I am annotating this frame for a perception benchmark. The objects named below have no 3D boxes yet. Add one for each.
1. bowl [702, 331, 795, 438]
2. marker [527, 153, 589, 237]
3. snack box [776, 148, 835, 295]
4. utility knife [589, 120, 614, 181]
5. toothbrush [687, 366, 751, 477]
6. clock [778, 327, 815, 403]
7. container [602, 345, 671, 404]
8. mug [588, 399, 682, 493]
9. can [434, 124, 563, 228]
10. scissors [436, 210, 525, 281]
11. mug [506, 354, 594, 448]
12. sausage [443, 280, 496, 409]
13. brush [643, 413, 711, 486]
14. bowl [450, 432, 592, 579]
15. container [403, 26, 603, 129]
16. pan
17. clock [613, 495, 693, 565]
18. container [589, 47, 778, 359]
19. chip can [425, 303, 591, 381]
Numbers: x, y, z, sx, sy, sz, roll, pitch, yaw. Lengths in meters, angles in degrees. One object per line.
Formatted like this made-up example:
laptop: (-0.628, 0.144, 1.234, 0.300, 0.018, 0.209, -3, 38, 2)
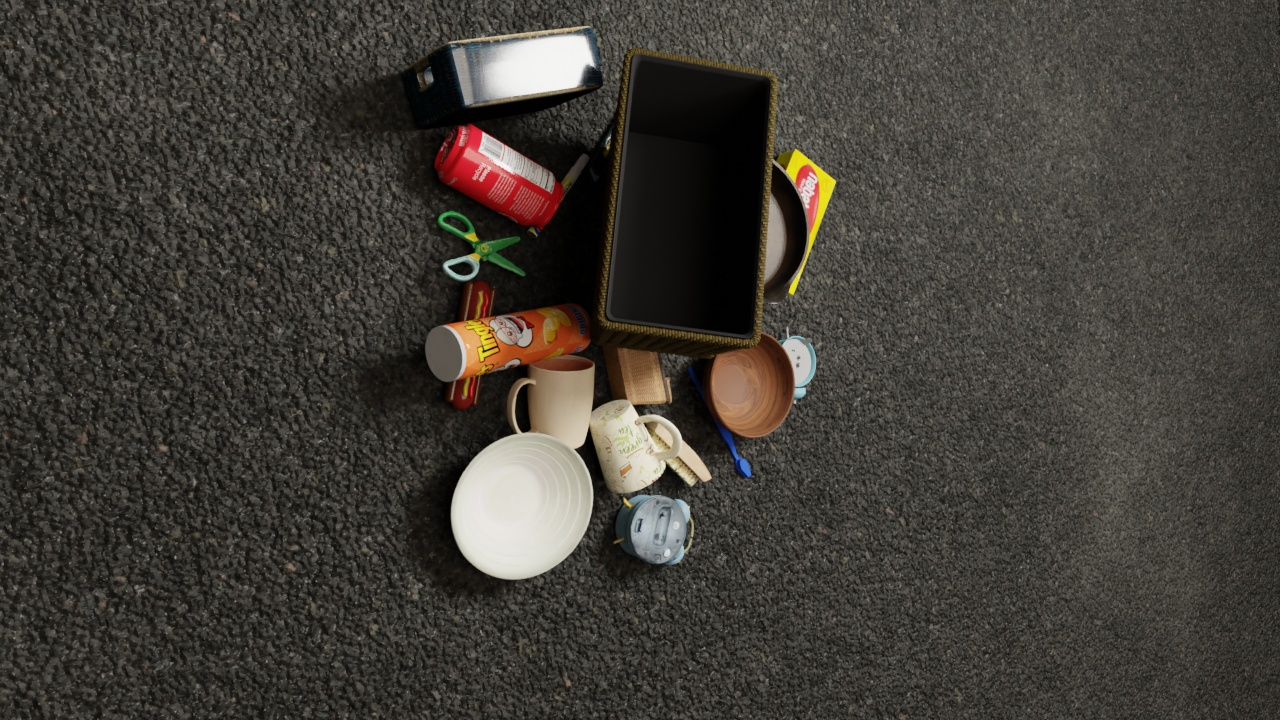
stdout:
bowl: (0.138, 0.033, 1.282, 0.147, 0.069, 0.147, 0, 89, -31)
marker: (-0.103, -0.211, 1.165, 0.014, 0.014, 0.132, 41, 69, -25)
snack box: (0.213, -0.201, 1.349, 0.092, 0.042, 0.200, 31, 74, -27)
utility knife: (-0.025, -0.307, 1.214, 0.029, 0.020, 0.170, 37, 72, -25)
toothbrush: (0.112, 0.088, 1.299, 0.016, 0.011, 0.187, -37, 108, -27)
clock: (0.215, 0.018, 1.348, 0.087, 0.042, 0.123, 36, 70, -27)
container: (-0.007, 0.007, 1.198, 0.061, 0.063, 0.114, -14, 97, -24)
mug: (-0.005, 0.103, 1.155, 0.080, 0.122, 0.097, -53, 127, -53)
can: (-0.167, -0.217, 1.089, 0.142, 0.075, 0.074, 26, 75, -29)
scissors: (-0.190, -0.126, 1.095, 0.128, 0.012, 0.119, 30, 53, -25)
mug: (-0.110, 0.054, 1.114, 0.111, 0.085, 0.104, -9, 108, -36)
sausage: (-0.202, -0.019, 1.086, 0.040, 0.040, 0.155, 12, 83, -32)
brush: (0.045, 0.123, 1.235, 0.039, 0.049, 0.117, -47, 113, -4)
bowl: (-0.148, 0.168, 1.099, 0.176, 0.058, 0.177, -4, 99, -27)
container: (-0.157, -0.322, 1.055, 0.187, 0.145, 0.071, -19, 103, -31)
pan: (0.069, -0.151, 1.238, 0.355, 0.043, 0.248, -33, 92, -19)
clock: (0.023, 0.224, 1.218, 0.124, 0.052, 0.088, 17, 79, -32)
container: (0.038, -0.161, 1.088, 0.176, 0.205, 0.320, 7, 78, -8)
chip can: (-0.147, -0.024, 1.069, 0.209, 0.062, 0.062, -15, 98, -50)
